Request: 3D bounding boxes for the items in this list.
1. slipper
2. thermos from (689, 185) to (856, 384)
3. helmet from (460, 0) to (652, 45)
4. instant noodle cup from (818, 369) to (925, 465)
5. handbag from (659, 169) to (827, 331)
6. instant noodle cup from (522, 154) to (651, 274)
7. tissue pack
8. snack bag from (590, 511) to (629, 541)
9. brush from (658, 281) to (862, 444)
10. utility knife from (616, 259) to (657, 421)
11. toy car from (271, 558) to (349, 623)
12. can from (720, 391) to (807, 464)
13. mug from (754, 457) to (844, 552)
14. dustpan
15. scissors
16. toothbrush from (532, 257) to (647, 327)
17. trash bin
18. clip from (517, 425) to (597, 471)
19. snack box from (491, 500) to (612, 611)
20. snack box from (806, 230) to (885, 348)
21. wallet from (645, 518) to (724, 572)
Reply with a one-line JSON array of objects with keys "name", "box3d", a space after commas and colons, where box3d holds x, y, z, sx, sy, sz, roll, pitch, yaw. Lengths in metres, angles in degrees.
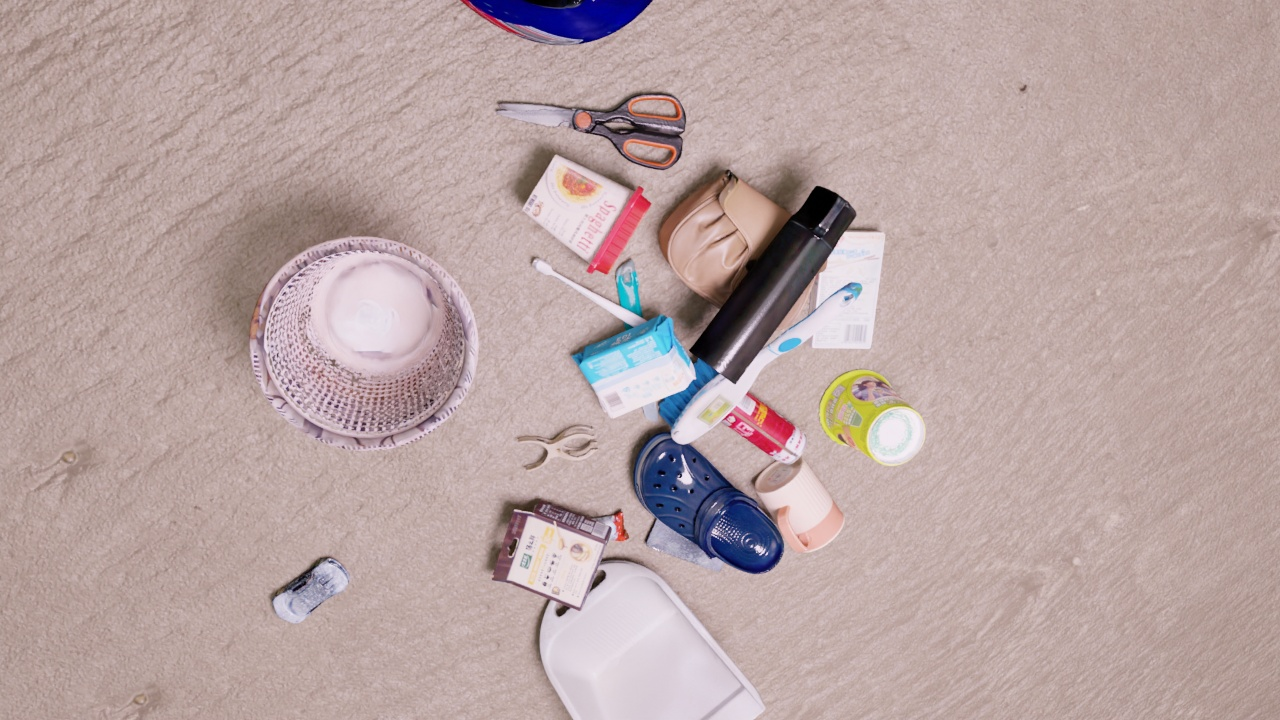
[{"name": "slipper", "box3d": [0.092, 0.202, 1.206, 0.253, 0.095, 0.105, 42, 87, -17]}, {"name": "thermos", "box3d": [0.153, -0.089, 1.055, 0.068, 0.090, 0.242, 36, 94, 3]}, {"name": "helmet", "box3d": [-0.113, -0.463, 0.922, 0.315, 0.246, 0.241, 31, 131, -20]}, {"name": "instant noodle cup", "box3d": [0.311, 0.081, 1.212, 0.111, 0.123, 0.112, -3, 105, -10]}, {"name": "handbag", "box3d": [0.131, -0.129, 1.133, 0.204, 0.099, 0.148, 30, 103, -21]}, {"name": "instant noodle cup", "box3d": [-0.065, -0.176, 1.084, 0.124, 0.116, 0.116, 32, 97, -5]}, {"name": "tissue pack", "box3d": [-0.007, 0.007, 1.149, 0.140, 0.063, 0.090, -23, 110, 20]}, {"name": "snack bag", "box3d": [-0.067, 0.228, 1.230, 0.105, 0.026, 0.045, -5, 110, -8]}, {"name": "brush", "box3d": [0.140, -0.005, 1.122, 0.060, 0.109, 0.315, 34, 113, -23]}, {"name": "utility knife", "box3d": [-0.001, -0.022, 1.182, 0.029, 0.013, 0.219, -12, 107, -3]}, {"name": "toy car", "box3d": [-0.424, 0.298, 1.177, 0.105, 0.031, 0.049, -37, 108, 1]}, {"name": "can", "box3d": [0.157, 0.084, 1.220, 0.132, 0.053, 0.053, 35, 96, -17]}, {"name": "mug", "box3d": [0.210, 0.201, 1.234, 0.082, 0.114, 0.106, -25, 109, 32]}, {"name": "dustpan", "box3d": [-0.012, 0.400, 1.202, 0.223, 0.257, 0.142, -40, 132, 1]}, {"name": "scissors", "box3d": [-0.054, -0.299, 1.098, 0.235, 0.022, 0.139, 27, 91, -12]}, {"name": "toothbrush", "box3d": [-0.056, -0.079, 1.149, 0.180, 0.016, 0.016, 30, 110, -13]}, {"name": "trash bin", "box3d": [-0.299, -0.036, 1.025, 0.227, 0.192, 0.228, -3, 105, -11]}, {"name": "clip", "box3d": [-0.106, 0.113, 1.189, 0.100, 0.034, 0.074, -12, 108, -3]}, {"name": "snack box", "box3d": [-0.115, 0.252, 1.196, 0.125, 0.053, 0.113, 21, 109, 4]}, {"name": "snack box", "box3d": [0.269, -0.093, 1.208, 0.084, 0.027, 0.157, 0, 105, -11]}, {"name": "wallet", "box3d": [0.078, 0.230, 1.264, 0.121, 0.019, 0.097, 22, 97, -15]}]
